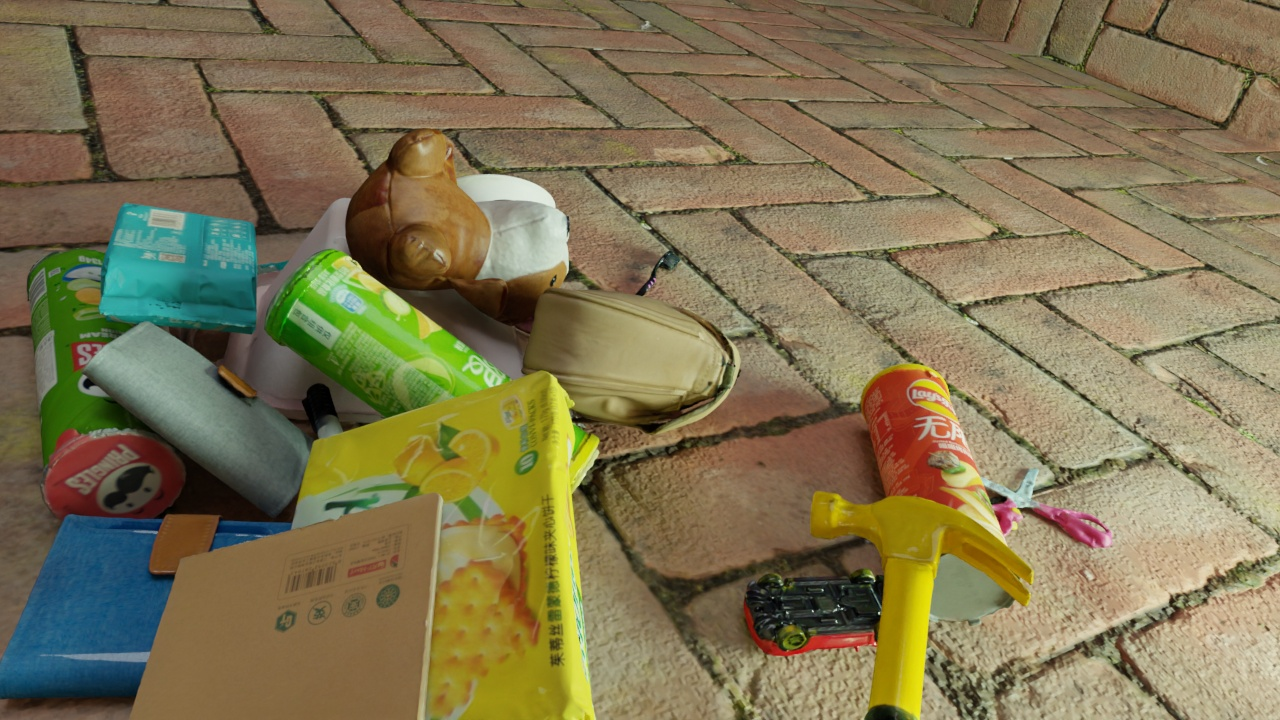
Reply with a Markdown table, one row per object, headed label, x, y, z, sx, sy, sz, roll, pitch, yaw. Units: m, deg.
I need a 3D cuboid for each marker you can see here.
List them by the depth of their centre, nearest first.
| label | x | y | z | sx | sy | sz | roll | pitch | yaw |
| --- | --- | --- | --- | --- | --- | --- | --- | --- | --- |
| marker | -0.196 | 0.066 | 0.593 | 0.018 | 0.023 | 0.130 | 35 | 19 | -50 |

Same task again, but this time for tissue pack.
| label | x | y | z | sx | sy | sz | roll | pitch | yaw |
| --- | --- | --- | --- | --- | --- | --- | --- | --- | --- |
| tissue pack | -0.314 | -0.062 | 0.632 | 0.093 | 0.050 | 0.133 | 5 | 25 | -26 |

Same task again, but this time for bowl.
| label | x | y | z | sx | sy | sz | roll | pitch | yaw |
| --- | --- | --- | --- | --- | --- | --- | --- | --- | --- |
| bowl | -0.139 | -0.118 | 0.862 | 0.118 | 0.118 | 0.064 | 3 | 70 | -15 |

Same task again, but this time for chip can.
| label | x | y | z | sx | sy | sz | roll | pitch | yaw |
| --- | --- | --- | --- | --- | --- | --- | --- | --- | --- |
| chip can | -0.133 | 0.017 | 0.588 | 0.221 | 0.073 | 0.072 | 37 | 33 | -3 |
| chip can | -0.354 | 0.008 | 0.596 | 0.072 | 0.072 | 0.236 | -9 | 37 | -31 |
| chip can | 0.210 | 0.087 | 0.666 | 0.073 | 0.073 | 0.216 | 11 | 32 | -2 |

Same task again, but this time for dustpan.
| label | x | y | z | sx | sy | sz | roll | pitch | yaw |
| --- | --- | --- | --- | --- | --- | --- | --- | --- | --- |
| dustpan | -0.207 | -0.015 | 0.745 | 0.273 | 0.139 | 0.222 | 30 | 22 | -28 |

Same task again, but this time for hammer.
| label | x | y | z | sx | sy | sz | roll | pitch | yaw |
| --- | --- | --- | --- | --- | --- | --- | --- | --- | --- |
| hammer | 0.129 | 0.184 | 0.464 | 0.129 | 0.033 | 0.299 | 5 | 41 | 19 |

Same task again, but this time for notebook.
| label | x | y | z | sx | sy | sz | roll | pitch | yaw |
| --- | --- | --- | --- | --- | --- | --- | --- | --- | --- |
| notebook | -0.159 | 0.156 | 0.391 | 0.148 | 0.008 | 0.207 | -16 | 44 | 8 |

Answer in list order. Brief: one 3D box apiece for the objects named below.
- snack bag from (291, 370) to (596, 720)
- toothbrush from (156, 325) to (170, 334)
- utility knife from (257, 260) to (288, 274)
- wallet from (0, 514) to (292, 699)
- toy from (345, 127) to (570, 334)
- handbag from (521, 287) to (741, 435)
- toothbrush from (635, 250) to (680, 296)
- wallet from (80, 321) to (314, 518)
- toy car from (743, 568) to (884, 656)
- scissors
| label | x | y | z | sx | sy | sz | roll | pitch | yaw |
| --- | --- | --- | --- | --- | --- | --- | --- | --- | --- |
| snack bag | -0.099 | 0.117 | 0.461 | 0.158 | 0.068 | 0.246 | -17 | 41 | 8 |
| toothbrush | -0.382 | -0.041 | 0.718 | 0.016 | 0.016 | 0.180 | -16 | 41 | -26 |
| utility knife | -0.276 | -0.096 | 0.843 | 0.029 | 0.013 | 0.175 | 35 | 38 | 31 |
| wallet | -0.244 | 0.127 | 0.480 | 0.133 | 0.040 | 0.106 | 5 | 36 | -14 |
| toy | -0.118 | -0.092 | 0.694 | 0.131 | 0.140 | 0.199 | -15 | -22 | 27 |
| handbag | -0.004 | 0.004 | 0.663 | 0.148 | 0.100 | 0.204 | 12 | 1 | 8 |
| toothbrush | 0.006 | -0.069 | 0.899 | 0.018 | 0.014 | 0.188 | 29 | 34 | 4 |
| wallet | -0.255 | 0.028 | 0.551 | 0.129 | 0.037 | 0.106 | 43 | 2 | -19 |
| toy car | 0.117 | 0.156 | 0.561 | 0.106 | 0.031 | 0.049 | -2 | 35 | -12 |
| scissors | 0.298 | 0.112 | 0.712 | 0.134 | 0.017 | 0.133 | 24 | 30 | 25 |
